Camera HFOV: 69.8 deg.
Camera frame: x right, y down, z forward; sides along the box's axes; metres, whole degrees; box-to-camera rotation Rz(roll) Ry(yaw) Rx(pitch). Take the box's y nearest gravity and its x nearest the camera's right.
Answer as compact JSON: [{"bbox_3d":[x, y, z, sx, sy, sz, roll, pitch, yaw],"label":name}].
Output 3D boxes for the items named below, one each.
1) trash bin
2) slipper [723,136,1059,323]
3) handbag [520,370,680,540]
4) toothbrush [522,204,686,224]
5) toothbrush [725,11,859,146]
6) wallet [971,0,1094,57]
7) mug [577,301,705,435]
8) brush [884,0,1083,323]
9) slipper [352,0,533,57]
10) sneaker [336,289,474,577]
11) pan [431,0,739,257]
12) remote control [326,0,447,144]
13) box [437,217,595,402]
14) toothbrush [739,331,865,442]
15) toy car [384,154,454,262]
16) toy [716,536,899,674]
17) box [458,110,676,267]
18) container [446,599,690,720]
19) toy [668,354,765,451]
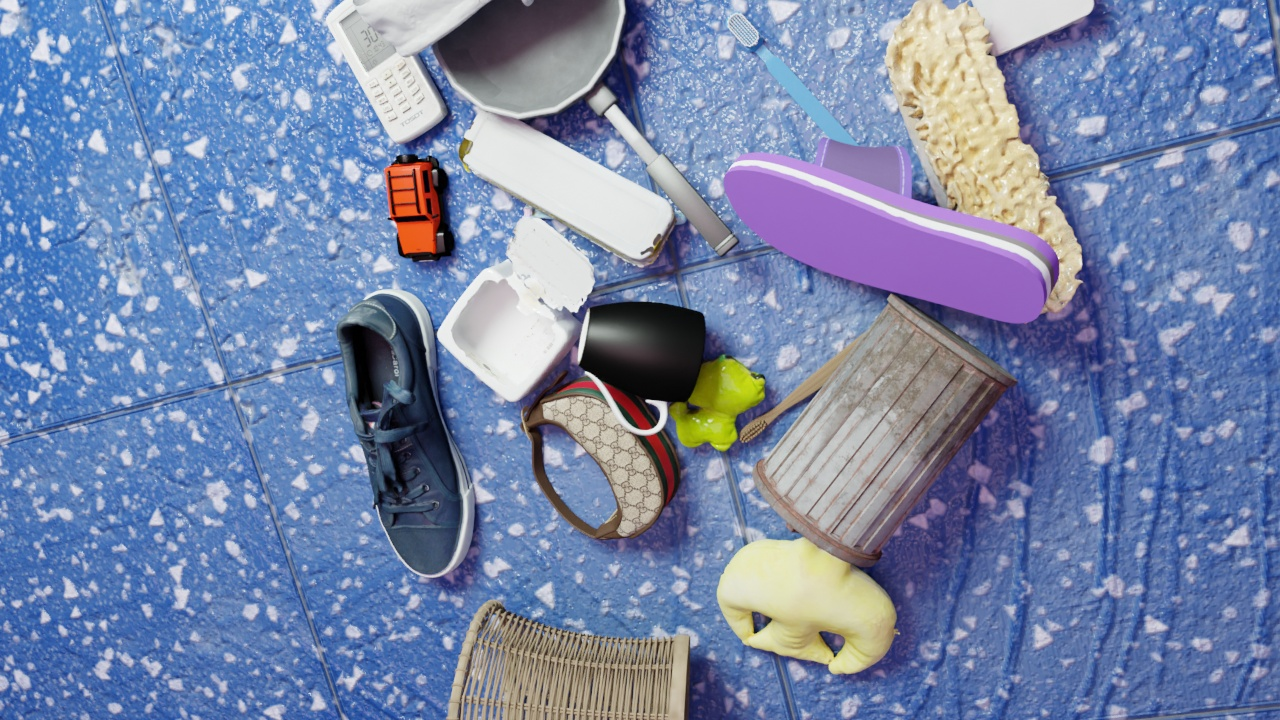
[{"bbox_3d":[0.197,0.065,0.774,0.131,0.130,0.211,35,106,3],"label":"trash bin"},{"bbox_3d":[0.204,-0.120,0.731,0.267,0.107,0.083,24,68,30],"label":"slipper"},{"bbox_3d":[-0.046,0.093,0.874,0.139,0.063,0.166,-33,93,27],"label":"handbag"},{"bbox_3d":[-0.034,-0.133,0.842,0.155,0.016,0.022,4,58,12],"label":"toothbrush"},{"bbox_3d":[0.132,-0.233,0.783,0.016,0.014,0.166,-42,91,17],"label":"toothbrush"},{"bbox_3d":[0.299,-0.309,0.722,0.086,0.032,0.116,-16,100,26],"label":"wallet"},{"bbox_3d":[-0.005,0.005,0.810,0.100,0.085,0.119,11,86,-9],"label":"mug"},{"bbox_3d":[0.276,-0.159,0.744,0.083,0.056,0.271,-23,97,15],"label":"brush"},{"bbox_3d":[-0.112,-0.323,0.741,0.247,0.074,0.112,-25,58,12],"label":"slipper"},{"bbox_3d":[-0.234,0.084,0.880,0.121,0.127,0.295,-6,103,15],"label":"sneaker"},{"bbox_3d":[-0.038,-0.230,0.791,0.179,0.041,0.357,-41,85,14],"label":"pan"},{"bbox_3d":[-0.234,-0.273,0.851,0.060,0.025,0.138,-27,95,17],"label":"remote control"},{"bbox_3d":[-0.102,-0.053,0.844,0.110,0.083,0.191,39,124,1],"label":"box"},{"bbox_3d":[0.154,0.023,0.833,0.167,0.016,0.016,-40,93,17],"label":"toothbrush"},{"bbox_3d":[-0.211,-0.142,0.863,0.051,0.048,0.100,-1,102,13],"label":"toy car"},{"bbox_3d":[0.157,0.223,0.850,0.170,0.064,0.155,16,123,13],"label":"toy"},{"bbox_3d":[-0.067,-0.156,0.824,0.209,0.033,0.064,30,94,9],"label":"box"},{"bbox_3d":[-0.056,0.345,0.853,0.196,0.226,0.227,2,102,5],"label":"container"},{"bbox_3d":[0.070,0.038,0.846,0.094,0.036,0.093,1,107,19],"label":"toy"}]
